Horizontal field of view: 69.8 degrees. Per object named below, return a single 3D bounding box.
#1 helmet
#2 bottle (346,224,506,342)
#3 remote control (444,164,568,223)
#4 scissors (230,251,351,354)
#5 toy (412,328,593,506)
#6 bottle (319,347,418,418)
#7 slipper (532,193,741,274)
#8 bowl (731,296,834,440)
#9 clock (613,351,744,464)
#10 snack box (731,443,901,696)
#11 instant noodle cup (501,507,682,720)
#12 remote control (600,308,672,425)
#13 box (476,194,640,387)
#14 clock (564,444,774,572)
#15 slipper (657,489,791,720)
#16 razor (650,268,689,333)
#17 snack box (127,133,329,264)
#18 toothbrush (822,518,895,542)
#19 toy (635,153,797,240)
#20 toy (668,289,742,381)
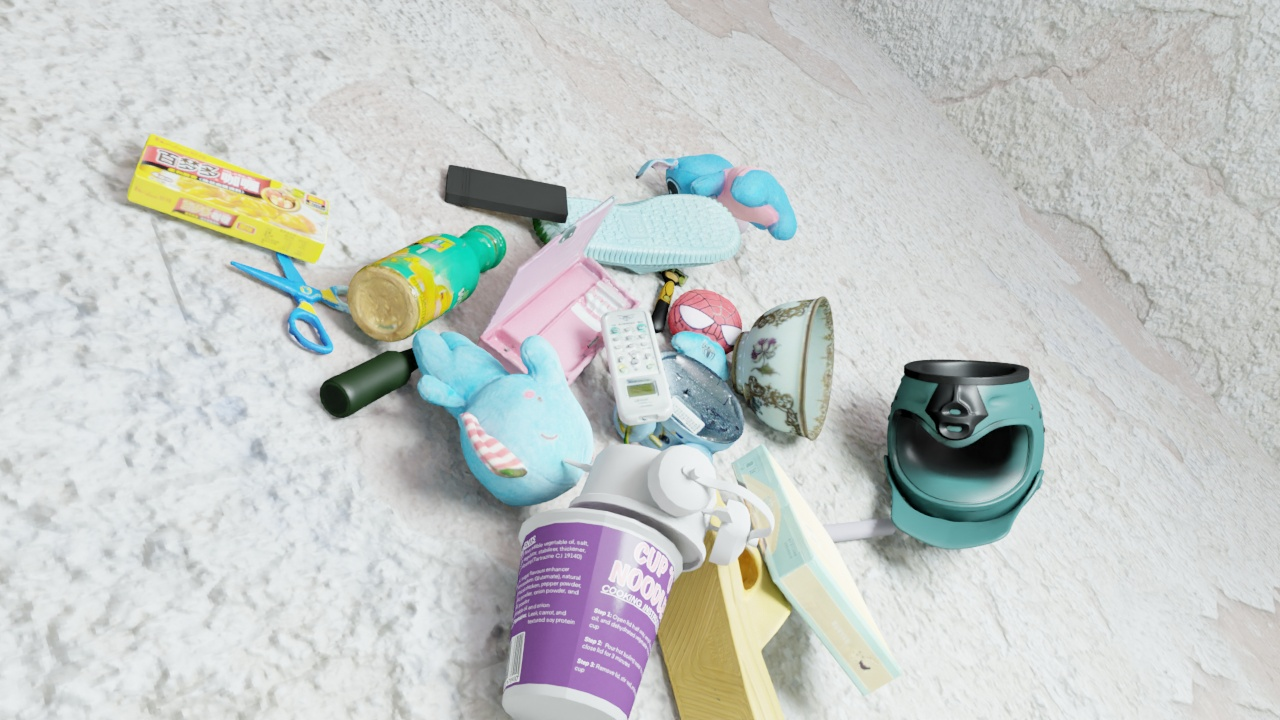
[{"bbox_3d":[0.365,0.108,1.045,0.177,0.200,0.274,3,6,24],"label":"helmet"},{"bbox_3d":[-0.182,-0.081,0.837,0.068,0.068,0.209,40,26,-1],"label":"bottle"},{"bbox_3d":[-0.146,-0.183,1.009,0.133,0.013,0.058,9,42,-15],"label":"remote control"},{"bbox_3d":[-0.274,-0.056,0.768,0.123,0.016,0.125,-5,54,-53],"label":"scissors"},{"bbox_3d":[-0.106,0.032,0.745,0.180,0.115,0.183,50,16,15],"label":"toy"},{"bbox_3d":[-0.205,0.009,0.744,0.033,0.033,0.122,44,33,5],"label":"bottle"},{"bbox_3d":[-0.002,-0.146,1.098,0.275,0.070,0.116,-3,51,-27],"label":"slipper"},{"bbox_3d":[0.157,0.006,1.031,0.094,0.160,0.159,5,26,22],"label":"bowl"},{"bbox_3d":[0.036,0.058,0.901,0.118,0.060,0.161,42,34,4],"label":"clock"},{"bbox_3d":[0.148,0.174,0.799,0.141,0.044,0.193,53,8,-20],"label":"snack box"},{"bbox_3d":[-0.041,0.191,0.638,0.122,0.137,0.121,12,52,2],"label":"instant noodle cup"},{"bbox_3d":[-0.005,0.005,0.868,0.050,0.022,0.133,-7,51,-7],"label":"remote control"},{"bbox_3d":[-0.058,-0.065,0.900,0.106,0.116,0.231,41,34,0],"label":"box"},{"bbox_3d":[0.019,0.110,0.666,0.120,0.159,0.060,52,49,-40],"label":"clock"},{"bbox_3d":[0.070,0.215,0.721,0.078,0.100,0.263,17,44,-34],"label":"slipper"},{"bbox_3d":[0.029,-0.075,1.087,0.044,0.021,0.143,33,36,-12],"label":"razor"},{"bbox_3d":[-0.342,-0.135,0.774,0.152,0.025,0.075,19,31,-29],"label":"snack box"},{"bbox_3d":[0.209,0.181,0.967,0.187,0.018,0.019,4,46,-42],"label":"toothbrush"},{"bbox_3d":[0.107,-0.225,1.224,0.191,0.099,0.223,24,2,44],"label":"toy"},{"bbox_3d":[0.072,-0.028,1.040,0.092,0.062,0.132,23,48,-16],"label":"toy"}]
